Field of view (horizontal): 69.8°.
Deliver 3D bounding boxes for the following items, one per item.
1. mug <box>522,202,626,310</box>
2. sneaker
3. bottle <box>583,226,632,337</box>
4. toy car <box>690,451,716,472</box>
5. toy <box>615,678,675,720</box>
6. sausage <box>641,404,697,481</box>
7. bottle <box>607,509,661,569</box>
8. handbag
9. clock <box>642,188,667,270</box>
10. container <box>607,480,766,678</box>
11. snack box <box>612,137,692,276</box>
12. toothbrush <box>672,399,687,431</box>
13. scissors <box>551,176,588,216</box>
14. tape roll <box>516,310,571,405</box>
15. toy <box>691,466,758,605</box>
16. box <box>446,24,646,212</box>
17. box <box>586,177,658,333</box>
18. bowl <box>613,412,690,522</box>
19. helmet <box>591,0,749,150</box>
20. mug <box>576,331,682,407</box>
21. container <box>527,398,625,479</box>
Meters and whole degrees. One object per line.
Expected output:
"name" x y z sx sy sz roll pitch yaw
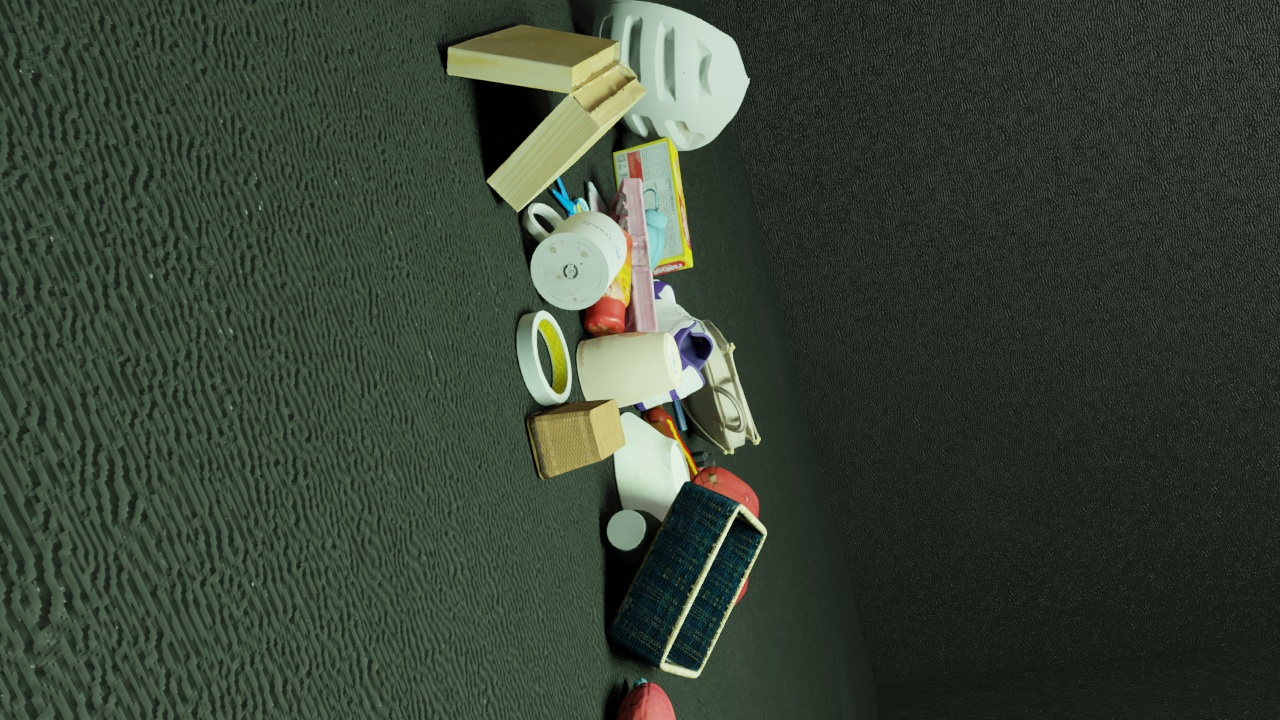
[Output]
"mug" -0.077 -0.122 0.983 0.119 0.083 0.096 45 23 -9
"sneaker" 0.046 -0.039 1.270 0.243 0.111 0.092 -86 157 -46
"bottle" -0.040 -0.094 1.099 0.071 0.049 0.134 33 52 -50
"toy car" 0.088 0.156 1.395 0.091 0.042 0.036 -38 117 -73
"toy" 0.005 0.368 0.918 0.133 0.062 0.092 91 2 -81
"sausage" 0.043 0.121 1.271 0.040 0.040 0.156 -86 157 -46
"bottle" 0.002 0.200 1.022 0.108 0.060 0.060 50 32 -60
"handbag" 0.121 0.048 1.392 0.198 0.101 0.195 -137 -153 -69
"clock" 0.006 -0.178 1.275 0.042 0.087 0.123 10 86 -30
"container" 0.054 0.239 0.999 0.187 0.071 0.145 -62 152 -11
"snack box" 0.017 -0.223 1.348 0.042 0.092 0.200 40 40 -65
"toothbrush" 0.046 0.016 1.405 0.016 0.017 0.190 -29 106 -72
"scissors" -0.082 -0.189 1.118 0.108 0.018 0.131 -86 159 -53
"tape roll" -0.095 -0.002 0.913 0.094 0.019 0.094 -12 90 -75
"toy" 0.103 0.234 1.223 0.147 0.099 0.217 -92 -178 -52
"box" -0.086 -0.278 0.964 0.179 0.142 0.248 65 19 -19
"box" -0.035 -0.119 1.193 0.099 0.080 0.232 127 -39 -63
"bowl" 0.023 0.146 1.146 0.176 0.058 0.176 -12 90 -74
"helmet" 0.040 -0.428 1.356 0.282 0.224 0.183 62 43 -64
"mug" -0.006 0.006 1.062 0.111 0.104 0.085 -32 109 -72
"container" -0.059 0.072 0.902 0.113 0.061 0.063 -19 97 -74
